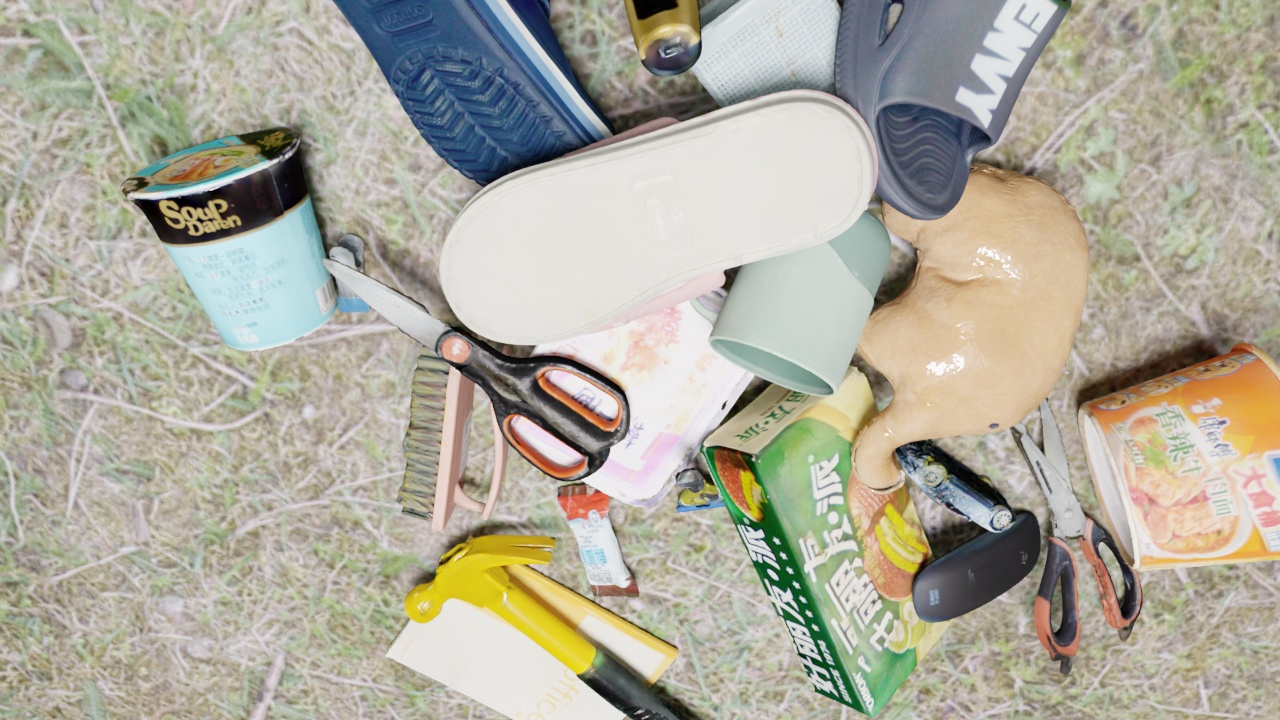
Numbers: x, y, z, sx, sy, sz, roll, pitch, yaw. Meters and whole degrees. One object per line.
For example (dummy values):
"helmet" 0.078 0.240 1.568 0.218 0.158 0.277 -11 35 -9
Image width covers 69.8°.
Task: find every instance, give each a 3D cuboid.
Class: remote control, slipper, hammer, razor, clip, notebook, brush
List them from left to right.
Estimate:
"clip" -0.205 -0.060 0.649 0.024 0.028 0.057 3 122 2
"brush" -0.131 0.048 0.668 0.073 0.063 0.146 12 111 1
"slipper" -0.104 -0.201 0.547 0.105 0.095 0.253 -5 140 39
"notebook" -0.092 0.248 0.780 0.206 0.010 0.146 32 110 -12
"hammer" -0.043 0.247 0.752 0.129 0.032 0.300 -40 108 23
"slipper" 0.002 -0.082 0.538 0.275 0.054 0.114 -18 110 24
"razor" 0.009 -0.203 0.500 0.062 0.167 0.068 -16 130 10
"razor" 0.039 0.090 0.658 0.043 0.143 0.022 -11 73 6
"slipper" 0.175 -0.212 0.491 0.110 0.083 0.268 5 94 -34
"remote control" 0.260 0.157 0.690 0.136 0.024 0.053 -20 106 -25

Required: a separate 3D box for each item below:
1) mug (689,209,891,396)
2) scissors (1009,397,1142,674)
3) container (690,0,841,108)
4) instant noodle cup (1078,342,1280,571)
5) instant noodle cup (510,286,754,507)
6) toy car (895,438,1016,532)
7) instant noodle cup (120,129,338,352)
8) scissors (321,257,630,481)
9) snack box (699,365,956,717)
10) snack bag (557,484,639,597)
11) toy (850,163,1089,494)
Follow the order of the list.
"mug" 0.088 -0.047 0.568 0.112 0.082 0.106 21 81 19
"scissors" 0.325 0.139 0.700 0.196 0.015 0.214 19 87 -25
"container" 0.086 -0.174 0.555 0.090 0.090 0.111 -33 112 14
"instant noodle cup" 0.377 0.074 0.628 0.111 0.151 0.151 -16 112 16
"instant noodle cup" -0.004 0.004 0.647 0.138 0.060 0.174 30 112 -11
"toy car" 0.235 0.094 0.686 0.105 0.048 0.031 32 114 -11
"instant noodle cup" -0.257 -0.075 0.601 0.111 0.111 0.120 -9 121 5
"scissors" -0.119 0.011 0.609 0.235 0.021 0.125 17 112 -5
"snack box" 0.142 0.129 0.667 0.114 0.063 0.240 -37 113 -28
"snack bag" -0.033 0.144 0.725 0.048 0.026 0.104 -8 115 26
"toy" 0.210 -0.013 0.596 0.143 0.082 0.226 13 93 10
